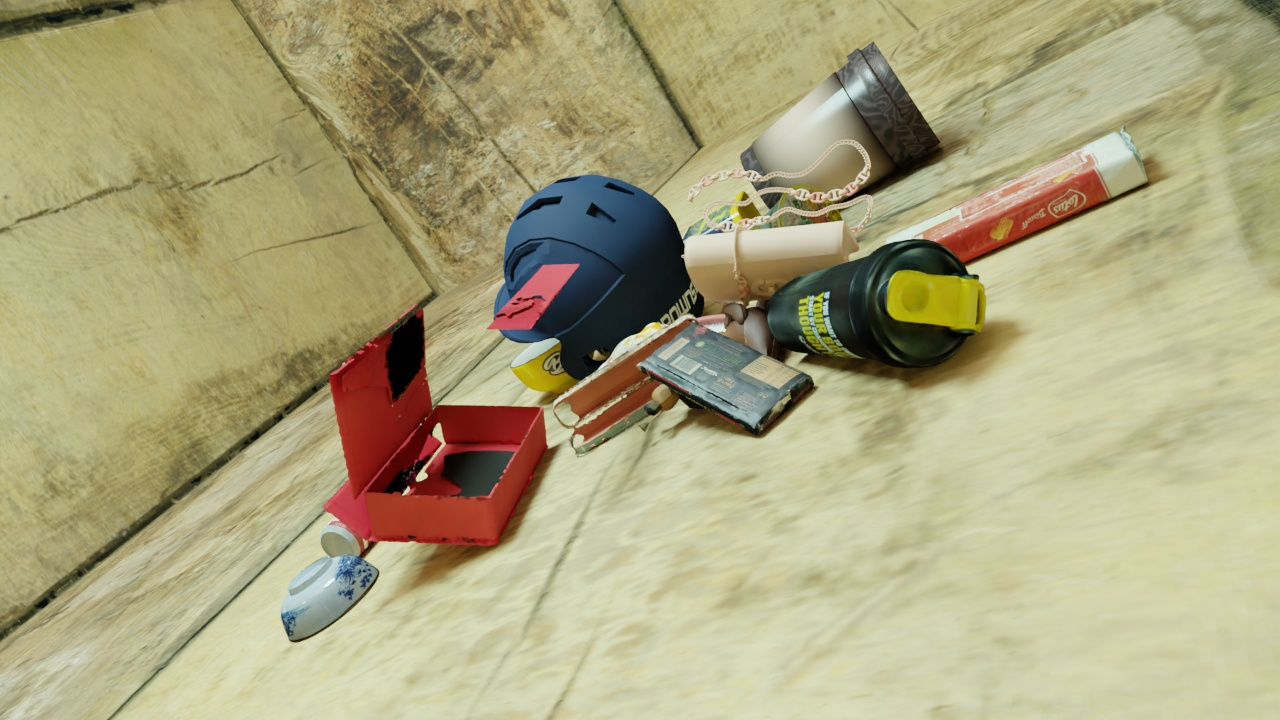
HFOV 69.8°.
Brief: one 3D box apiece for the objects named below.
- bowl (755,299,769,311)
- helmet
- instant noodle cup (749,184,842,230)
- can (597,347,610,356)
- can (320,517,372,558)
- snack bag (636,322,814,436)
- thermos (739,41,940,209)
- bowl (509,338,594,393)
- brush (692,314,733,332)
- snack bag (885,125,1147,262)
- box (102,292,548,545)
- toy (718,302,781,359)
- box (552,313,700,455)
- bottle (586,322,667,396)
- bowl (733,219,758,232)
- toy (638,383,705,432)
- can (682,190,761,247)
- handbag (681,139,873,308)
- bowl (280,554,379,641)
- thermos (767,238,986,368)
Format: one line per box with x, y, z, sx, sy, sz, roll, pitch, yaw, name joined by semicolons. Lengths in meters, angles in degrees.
0.168;-0.078;0.987;0.119;0.032;0.119;-30;15;9;bowl
-0.074;-0.116;1.142;0.273;0.223;0.231;-10;36;36;helmet
0.171;-0.138;1.079;0.102;0.102;0.108;-43;8;-33;instant noodle cup
-0.017;-0.037;1.240;0.095;0.032;0.032;-27;16;23;can
-0.340;0.197;1.112;0.054;0.054;0.096;-25;17;29;can
0.073;0.012;0.806;0.074;0.018;0.155;-38;41;-21;snack bag
0.265;-0.297;1.255;0.227;0.172;0.172;-34;13;22;thermos
-0.110;0.002;1.235;0.117;0.067;0.117;-31;14;8;bowl
0.108;-0.030;0.958;0.173;0.041;0.030;-7;46;54;brush
0.328;-0.133;0.822;0.226;0.041;0.077;-23;18;27;snack bag
-0.305;0.064;0.954;0.211;0.410;0.108;-66;-2;-66;box
0.097;-0.002;0.890;0.090;0.070;0.102;-38;32;33;toy
-0.006;0.024;0.961;0.187;0.054;0.078;-34;59;3;box
-0.006;0.006;1.013;0.109;0.063;0.063;-31;15;0;bottle
0.139;-0.139;1.204;0.105;0.054;0.104;-32;15;9;bowl
0.035;0.027;0.868;0.100;0.062;0.076;-40;4;-7;toy
0.120;-0.175;1.326;0.104;0.075;0.135;-30;15;22;can
0.122;-0.150;0.914;0.199;0.187;0.116;-3;-15;22;handbag
-0.340;0.242;0.979;0.114;0.045;0.114;-30;15;9;bowl
0.181;-0.042;0.741;0.098;0.098;0.221;-36;9;-14;thermos
